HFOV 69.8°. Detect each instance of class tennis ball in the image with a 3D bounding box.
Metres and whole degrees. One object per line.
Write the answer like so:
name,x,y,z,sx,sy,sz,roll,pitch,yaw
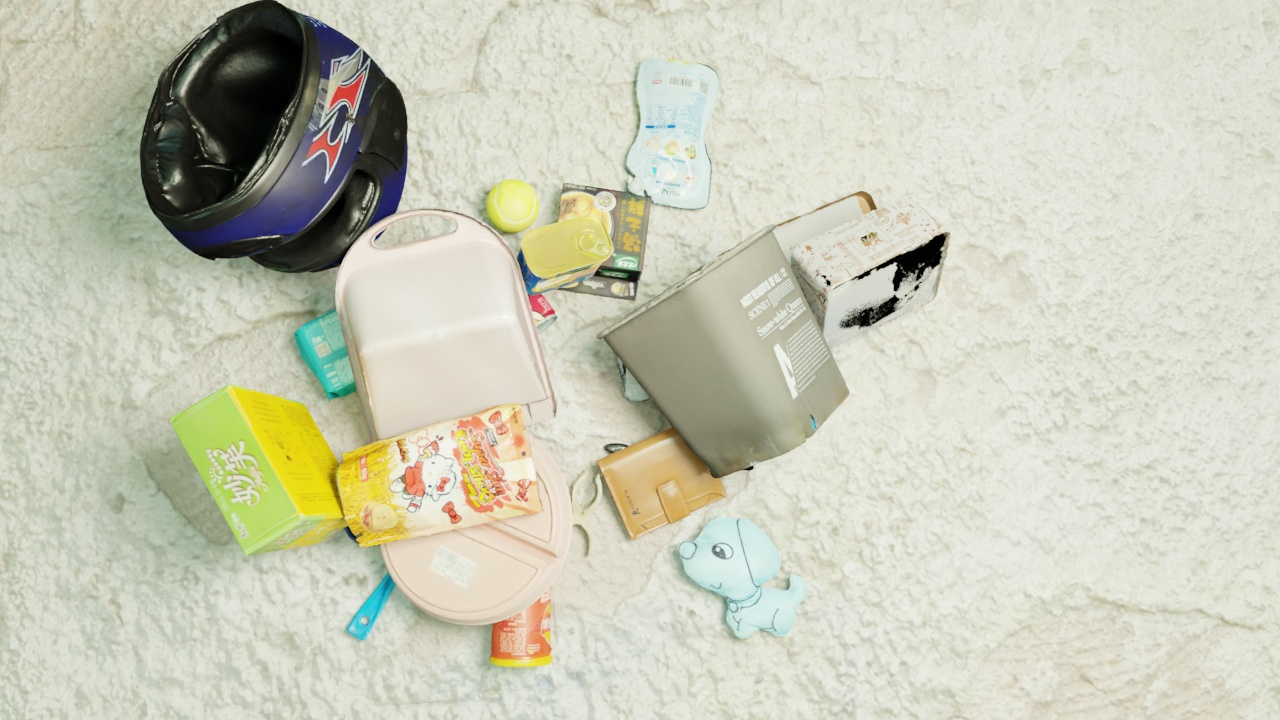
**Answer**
tennis ball,-0.157,-0.190,1.127,0.065,0.065,0.065,1,81,-6

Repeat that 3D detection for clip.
clip,-0.072,0.181,1.100,0.071,0.034,0.100,14,88,-5

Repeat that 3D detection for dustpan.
dustpan,-0.222,-0.030,1.047,0.222,0.274,0.138,-13,54,-12

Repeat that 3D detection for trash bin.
trash bin,0.107,-0.006,1.053,0.198,0.199,0.220,-36,94,-45

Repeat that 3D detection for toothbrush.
toothbrush,0.049,0.120,1.130,0.189,0.017,0.014,9,90,-7

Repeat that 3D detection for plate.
plate,-0.190,0.180,1.029,0.230,0.028,0.229,-1,81,9

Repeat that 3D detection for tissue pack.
tissue pack,-0.334,-0.019,1.089,0.133,0.050,0.093,-26,87,-9

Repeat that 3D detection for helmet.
helmet,-0.379,-0.214,1.007,0.248,0.240,0.314,-11,60,15

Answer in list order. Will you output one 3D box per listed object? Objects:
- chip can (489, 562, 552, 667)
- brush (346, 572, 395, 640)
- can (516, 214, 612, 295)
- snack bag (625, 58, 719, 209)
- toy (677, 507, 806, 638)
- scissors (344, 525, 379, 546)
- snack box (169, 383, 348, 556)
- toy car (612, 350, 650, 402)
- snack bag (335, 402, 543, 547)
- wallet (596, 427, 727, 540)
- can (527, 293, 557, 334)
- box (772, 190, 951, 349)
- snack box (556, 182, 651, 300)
chip can,-0.137,0.240,1.061,0.073,0.073,0.216,0,82,-7
brush,-0.261,0.211,1.073,0.083,0.046,0.254,33,83,-5
can,-0.092,-0.119,1.056,0.102,0.083,0.057,-19,83,-19
snack bag,0.042,-0.290,1.180,0.110,0.039,0.191,8,82,-11
toy,0.123,0.254,1.101,0.161,0.050,0.156,1,83,-11
scissors,-0.363,0.169,1.078,0.165,0.012,0.156,-26,84,-8
snack box,-0.384,0.116,0.972,0.070,0.210,0.157,-32,83,-4
toy car,-0.007,0.007,1.132,0.043,0.034,0.090,-11,84,-11
snack bag,-0.218,0.127,1.003,0.208,0.073,0.128,-14,77,0
wallet,0.026,0.143,1.107,0.131,0.031,0.108,-23,95,-6
can,-0.152,-0.072,1.109,0.066,0.066,0.094,-34,86,-10
box,0.251,-0.134,1.145,0.182,0.155,0.187,-25,56,-13
snack box,-0.050,-0.148,1.145,0.113,0.053,0.125,7,75,-5
